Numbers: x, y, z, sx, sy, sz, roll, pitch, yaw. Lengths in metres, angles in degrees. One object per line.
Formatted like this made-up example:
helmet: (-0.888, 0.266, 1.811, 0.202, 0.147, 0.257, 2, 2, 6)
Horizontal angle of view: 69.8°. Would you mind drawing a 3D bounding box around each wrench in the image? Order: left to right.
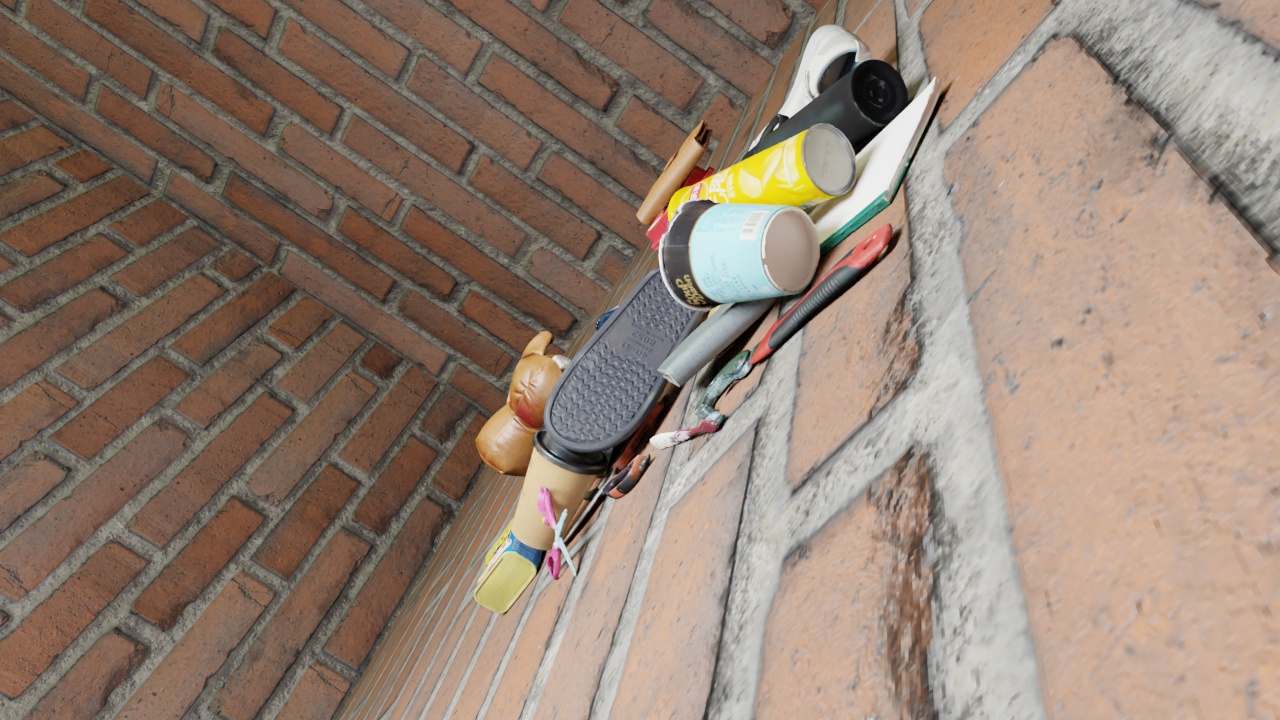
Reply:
wrench: (0.122, -0.028, 0.778, 0.274, 0.016, 0.056, -48, 10, 46)

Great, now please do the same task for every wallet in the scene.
wallet: (0.047, -0.250, 1.216, 0.132, 0.031, 0.107, -50, 10, 30)
wallet: (0.078, -0.023, 0.943, 0.129, 0.037, 0.106, -42, 4, -2)

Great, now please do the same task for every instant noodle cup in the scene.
instant noodle cup: (0.090, -0.180, 1.240, 0.116, 0.124, 0.117, -57, 7, -14)
instant noodle cup: (0.098, -0.099, 0.851, 0.121, 0.111, 0.111, 5, 57, 50)

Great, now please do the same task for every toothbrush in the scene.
toothbrush: (0.042, 0.068, 0.881, 0.017, 0.016, 0.188, -50, 5, -18)

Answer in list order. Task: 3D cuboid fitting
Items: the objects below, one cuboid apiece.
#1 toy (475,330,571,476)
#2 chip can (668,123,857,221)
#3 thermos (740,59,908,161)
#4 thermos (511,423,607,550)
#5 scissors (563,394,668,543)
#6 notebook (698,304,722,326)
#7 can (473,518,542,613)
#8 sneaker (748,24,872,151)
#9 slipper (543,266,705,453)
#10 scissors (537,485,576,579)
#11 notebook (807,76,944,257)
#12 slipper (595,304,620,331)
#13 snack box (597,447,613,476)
toy: (-0.136, 0.068, 1.240, 0.130, 0.140, 0.200, -14, -43, -51)
chip can: (0.117, -0.170, 0.926, 0.214, 0.072, 0.071, -14, 39, 55)
thermos: (0.188, -0.256, 1.006, 0.243, 0.068, 0.090, 163, 109, -67)
thermos: (-0.102, 0.149, 1.092, 0.093, 0.093, 0.143, -80, 14, -73)
scissors: (-0.030, 0.135, 1.057, 0.223, 0.015, 0.189, -56, 7, 8)
notebook: (0.103, -0.110, 1.073, 0.208, 0.008, 0.147, 119, 170, -64)
can: (-0.170, 0.269, 1.206, 0.102, 0.057, 0.083, -53, 10, 20)
sneaker: (0.211, -0.289, 1.143, 0.243, 0.089, 0.090, -64, 33, 24)
slipper: (-0.006, 0.006, 1.086, 0.267, 0.111, 0.083, -55, -17, -19)
scissors: (-0.092, 0.196, 1.006, 0.133, 0.017, 0.135, -127, 37, -52)
notebook: (0.199, -0.159, 0.872, 0.150, 0.012, 0.210, -61, 8, -25)
slipper: (0.014, -0.044, 1.284, 0.095, 0.105, 0.253, -28, 5, -21)
snack box: (-0.061, 0.070, 1.248, 0.178, 0.045, 0.182, 147, 140, -72)
